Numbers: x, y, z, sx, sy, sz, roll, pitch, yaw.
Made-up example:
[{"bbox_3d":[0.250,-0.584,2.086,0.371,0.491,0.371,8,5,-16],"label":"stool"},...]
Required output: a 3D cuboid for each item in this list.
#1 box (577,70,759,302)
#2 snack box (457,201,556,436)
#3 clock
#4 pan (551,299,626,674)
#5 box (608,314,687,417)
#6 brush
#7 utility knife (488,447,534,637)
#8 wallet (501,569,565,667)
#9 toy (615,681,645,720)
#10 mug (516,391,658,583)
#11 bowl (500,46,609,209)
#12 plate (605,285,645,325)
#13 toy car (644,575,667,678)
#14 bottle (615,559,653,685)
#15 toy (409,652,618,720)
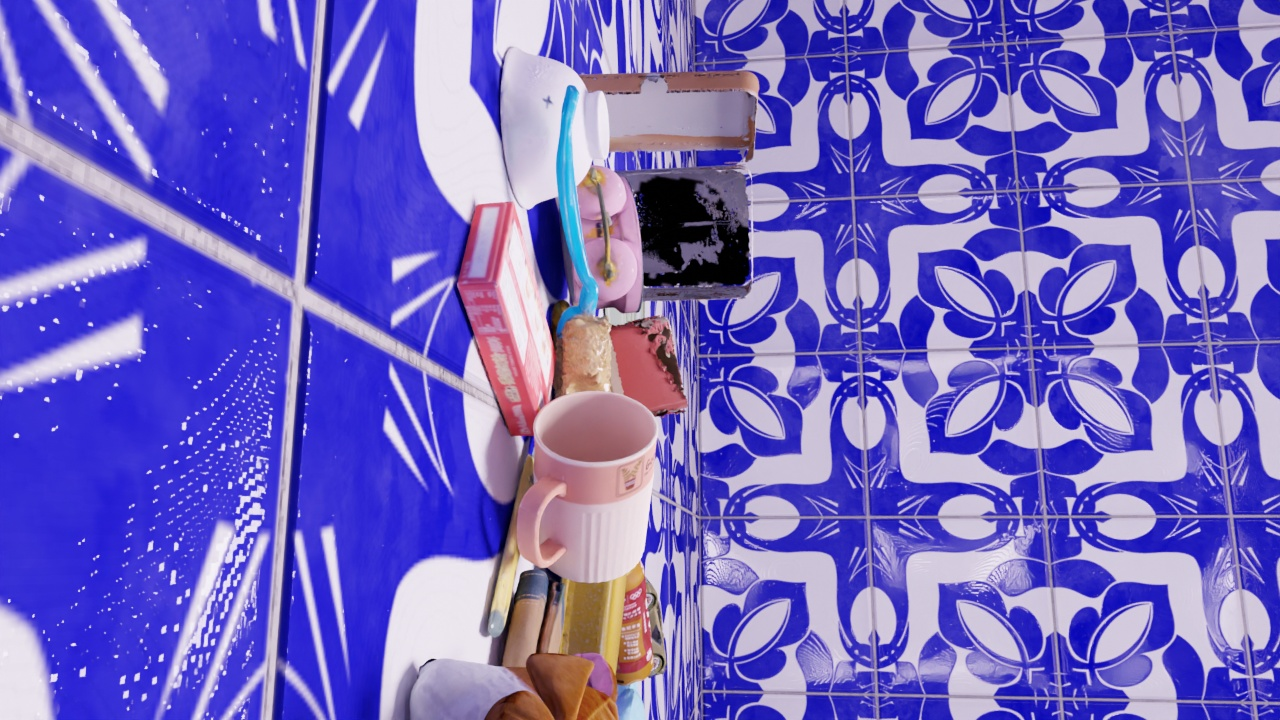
[{"bbox_3d":[0.023,-0.169,0.884,0.134,0.179,0.271,-84,171,-45],"label":"box"},{"bbox_3d":[-0.084,-0.023,0.605,0.153,0.025,0.075,81,9,-50],"label":"snack box"},{"bbox_3d":[-0.033,-0.099,0.768,0.159,0.059,0.117,134,-51,-78],"label":"clock"},{"bbox_3d":[-0.050,0.129,0.779,0.197,0.078,0.357,25,70,-87],"label":"pan"},{"bbox_3d":[-0.005,0.005,0.818,0.168,0.076,0.091,177,-100,-79],"label":"box"},{"bbox_3d":[-0.047,-0.068,0.669,0.083,0.046,0.255,-112,-162,-62],"label":"brush"},{"bbox_3d":[-0.085,0.105,0.642,0.204,0.021,0.031,-90,-176,-48],"label":"utility knife"},{"bbox_3d":[-0.074,0.209,0.611,0.090,0.033,0.115,91,6,-49],"label":"wallet"},{"bbox_3d":[-0.018,0.395,0.967,0.156,0.050,0.161,95,2,-68],"label":"toy"},{"bbox_3d":[-0.041,0.093,0.618,0.114,0.082,0.106,-38,140,-48],"label":"mug"},{"bbox_3d":[-0.058,-0.174,0.686,0.118,0.065,0.118,0,89,-84],"label":"bowl"},{"bbox_3d":[-0.018,-0.092,1.162,0.230,0.027,0.230,1,89,-83],"label":"plate"},{"bbox_3d":[-0.002,0.287,1.030,0.070,0.042,0.158,29,-47,51],"label":"toy car"},{"bbox_3d":[-0.021,0.250,0.938,0.057,0.057,0.175,-79,165,-61],"label":"bottle"},{"bbox_3d":[-0.065,0.194,0.423,0.130,0.140,0.199,48,-1,9],"label":"toy"}]
